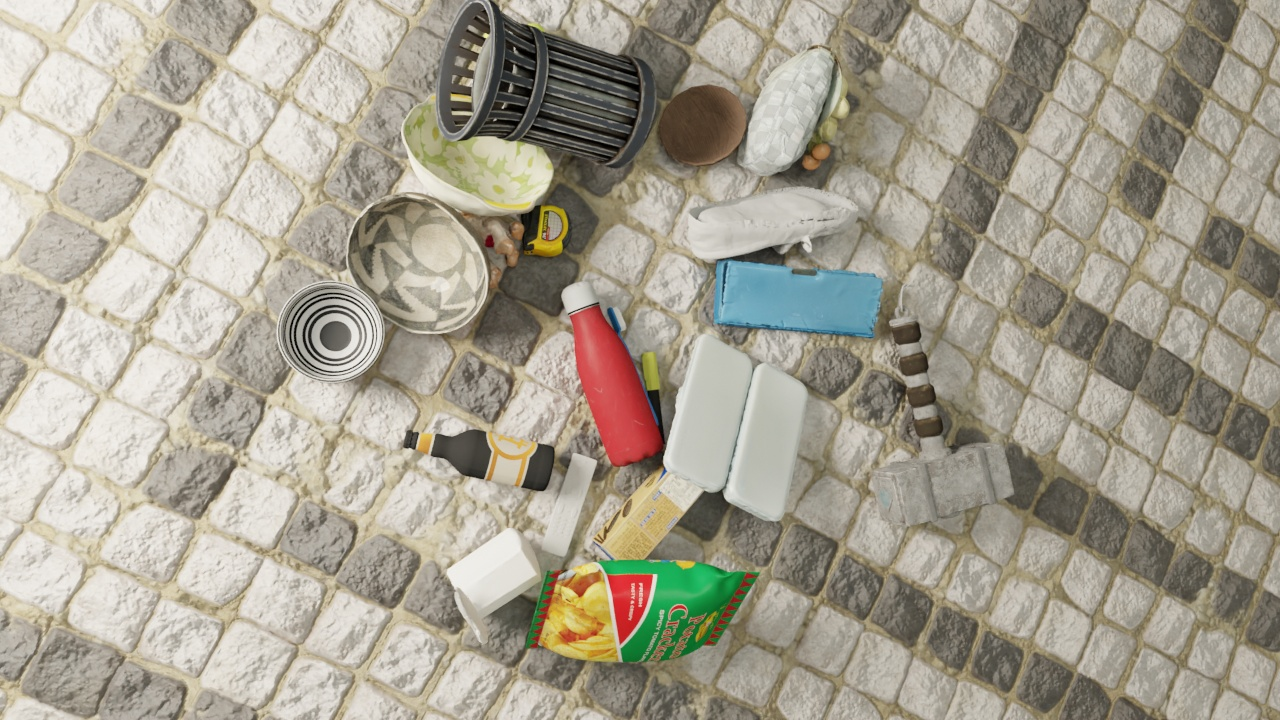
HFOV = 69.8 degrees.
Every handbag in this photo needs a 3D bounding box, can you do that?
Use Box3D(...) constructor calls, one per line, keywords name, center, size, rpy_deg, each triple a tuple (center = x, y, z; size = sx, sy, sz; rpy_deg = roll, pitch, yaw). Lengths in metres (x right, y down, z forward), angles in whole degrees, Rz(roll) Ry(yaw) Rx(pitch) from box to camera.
Box3D(name="handbag", center=(0.208, -0.320, 1.233), size=(0.123, 0.113, 0.171), rpy_deg=(29, 81, -18))

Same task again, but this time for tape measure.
Box3D(name="tape measure", center=(-0.120, -0.165, 1.179), size=(0.064, 0.037, 0.065), rpy_deg=(-3, 74, -9))

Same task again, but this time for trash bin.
Box3D(name="trash bin", center=(-0.108, -0.322, 1.106), size=(0.227, 0.165, 0.164), rpy_deg=(6, 85, -34))

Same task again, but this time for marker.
Box3D(name="marker", center=(0.017, 0.051, 1.209), size=(0.021, 0.018, 0.124), rpy_deg=(-6, 89, -58))

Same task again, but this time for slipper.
Box3D(name="slipper", center=(0.181, -0.182, 1.235), size=(0.246, 0.075, 0.112), rpy_deg=(-12, 51, -17))

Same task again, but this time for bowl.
Box3D(name="bowl", center=(-0.256, -0.125, 1.107), size=(0.178, 0.081, 0.179), rpy_deg=(7, 120, 12))
Box3D(name="bowl", center=(-0.204, -0.237, 1.125), size=(0.188, 0.060, 0.219), rpy_deg=(-6, 54, -36))
Box3D(name="bowl", center=(-0.367, -0.031, 1.098), size=(0.120, 0.066, 0.120), rpy_deg=(1, 86, -14))
Box3D(name="bowl", center=(0.085, -0.309, 1.227), size=(0.118, 0.030, 0.117), rpy_deg=(-3, 76, 13))

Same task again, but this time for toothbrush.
Box3D(name="toothbrush", center=(-0.007, 0.007, 1.199), size=(0.014, 0.016, 0.166), rpy_deg=(-21, 85, -22))

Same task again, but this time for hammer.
Box3D(name="hammer", center=(0.390, 0.057, 1.268), size=(0.176, 0.079, 0.326), rpy_deg=(-13, 90, -14))

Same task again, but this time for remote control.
Box3D(name="remote control", center=(-0.092, 0.185, 1.179), size=(0.033, 0.012, 0.130), rpy_deg=(20, 82, -14))

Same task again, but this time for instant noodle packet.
Box3D(name="instant noodle packet", center=(-0.002, 0.307, 1.120), size=(0.252, 0.196, 0.090), rpy_deg=(3, 48, -13))

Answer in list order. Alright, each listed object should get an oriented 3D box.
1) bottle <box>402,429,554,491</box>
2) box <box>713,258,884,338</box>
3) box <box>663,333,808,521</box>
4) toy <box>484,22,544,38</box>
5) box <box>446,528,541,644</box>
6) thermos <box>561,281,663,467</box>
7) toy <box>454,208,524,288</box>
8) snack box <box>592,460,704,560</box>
Box3D(name="bottle", center=(-0.200, 0.116, 1.133), size=(0.181, 0.059, 0.059), rpy_deg=(14, 84, -12))
Box3D(name="box", center=(0.217, -0.084, 1.249), size=(0.231, 0.052, 0.093), rpy_deg=(5, 86, -13))
Box3D(name="box", center=(0.128, 0.084, 1.187), size=(0.188, 0.037, 0.208), rpy_deg=(32, 59, -22))
Box3D(name="toy", center=(-0.159, -0.377, 1.180), size=(0.092, 0.046, 0.115), rpy_deg=(-2, 96, -19))
Box3D(name="box", center=(-0.166, 0.263, 1.088), size=(0.106, 0.150, 0.080), rpy_deg=(-32, 106, -11))
Box3D(name="thermos", center=(-0.043, 0.015, 1.170), size=(0.073, 0.073, 0.240), rpy_deg=(-21, 91, -14))
Box3D(name="toy", center=(-0.196, -0.157, 1.142), size=(0.106, 0.085, 0.074), rpy_deg=(38, 57, 1))
Box3D(name="snack box", center=(0.030, 0.178, 1.188), size=(0.056, 0.057, 0.206), rpy_deg=(45, 77, -9))
